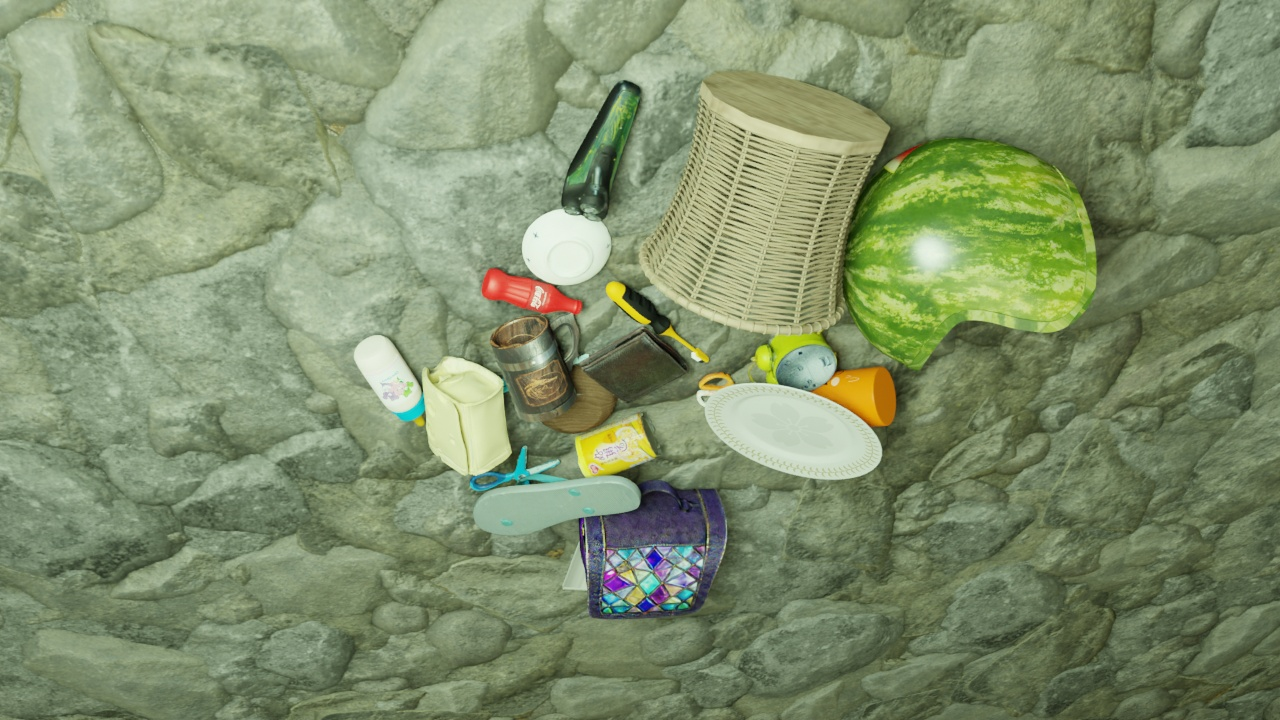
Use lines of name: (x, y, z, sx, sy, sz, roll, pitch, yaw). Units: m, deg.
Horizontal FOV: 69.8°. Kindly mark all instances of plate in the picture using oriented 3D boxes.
plate: (-0.084, -0.124, 1.059, 0.104, 0.026, 0.104, -5, 131, -6)
plate: (0.205, 0.094, 1.240, 0.242, 0.016, 0.243, 17, 151, 9)

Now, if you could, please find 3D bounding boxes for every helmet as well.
helmet: (0.342, -0.120, 1.007, 0.247, 0.213, 0.243, -12, 95, 12)

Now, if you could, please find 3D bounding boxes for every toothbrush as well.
toothbrush: (0.025, -0.045, 1.150, 0.031, 0.031, 0.196, -26, 137, 32)

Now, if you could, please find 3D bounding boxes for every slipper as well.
slipper: (-0.123, 0.184, 1.271, 0.269, 0.054, 0.098, -15, 135, 28)

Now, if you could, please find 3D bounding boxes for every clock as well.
clock: (0.198, 0.003, 1.202, 0.119, 0.057, 0.083, -25, 132, 11)

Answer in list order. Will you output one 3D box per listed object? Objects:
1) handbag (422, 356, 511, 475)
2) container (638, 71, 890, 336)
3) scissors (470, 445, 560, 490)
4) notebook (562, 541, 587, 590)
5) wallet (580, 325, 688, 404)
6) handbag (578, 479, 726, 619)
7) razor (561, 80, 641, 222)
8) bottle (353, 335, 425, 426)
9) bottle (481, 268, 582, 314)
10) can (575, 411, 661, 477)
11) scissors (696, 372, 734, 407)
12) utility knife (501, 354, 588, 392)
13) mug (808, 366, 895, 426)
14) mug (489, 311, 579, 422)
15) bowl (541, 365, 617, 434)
handbag: (-0.222, 0.070, 1.143, 0.081, 0.111, 0.119, -34, 138, -39)
container: (0.131, -0.167, 0.939, 0.226, 0.226, 0.197, 5, 123, -15)
scissors: (-0.182, 0.169, 1.312, 0.137, 0.011, 0.134, 2, 133, -11)
notebook: (-0.009, 0.332, 1.489, 0.209, 0.009, 0.143, 8, 129, -17)
wallet: (-0.007, 0.007, 1.172, 0.099, 0.031, 0.120, -30, 144, 17)
handbag: (0.011, 0.266, 1.355, 0.204, 0.125, 0.222, 0, 124, -11)
razor: (-0.036, -0.216, 0.962, 0.054, 0.067, 0.152, 13, 120, -26)
bottle: (-0.303, 0.034, 1.142, 0.051, 0.051, 0.146, -17, 132, 5)
bottle: (-0.126, -0.077, 1.086, 0.119, 0.036, 0.036, 15, 127, -22)
can: (-0.032, 0.119, 1.257, 0.105, 0.067, 0.068, -22, 131, 9)
scissors: (0.139, 0.045, 1.259, 0.128, 0.013, 0.064, 5, 131, -13)
utility knife: (-0.152, 0.021, 1.185, 0.181, 0.015, 0.022, -21, 112, 6)
mug: (0.290, 0.049, 1.237, 0.096, 0.077, 0.112, -8, -177, 36)
mug: (-0.117, 0.000, 1.130, 0.115, 0.080, 0.107, -31, 124, -20)
bowl: (-0.087, 0.060, 1.219, 0.118, 0.030, 0.118, -5, 132, -6)
